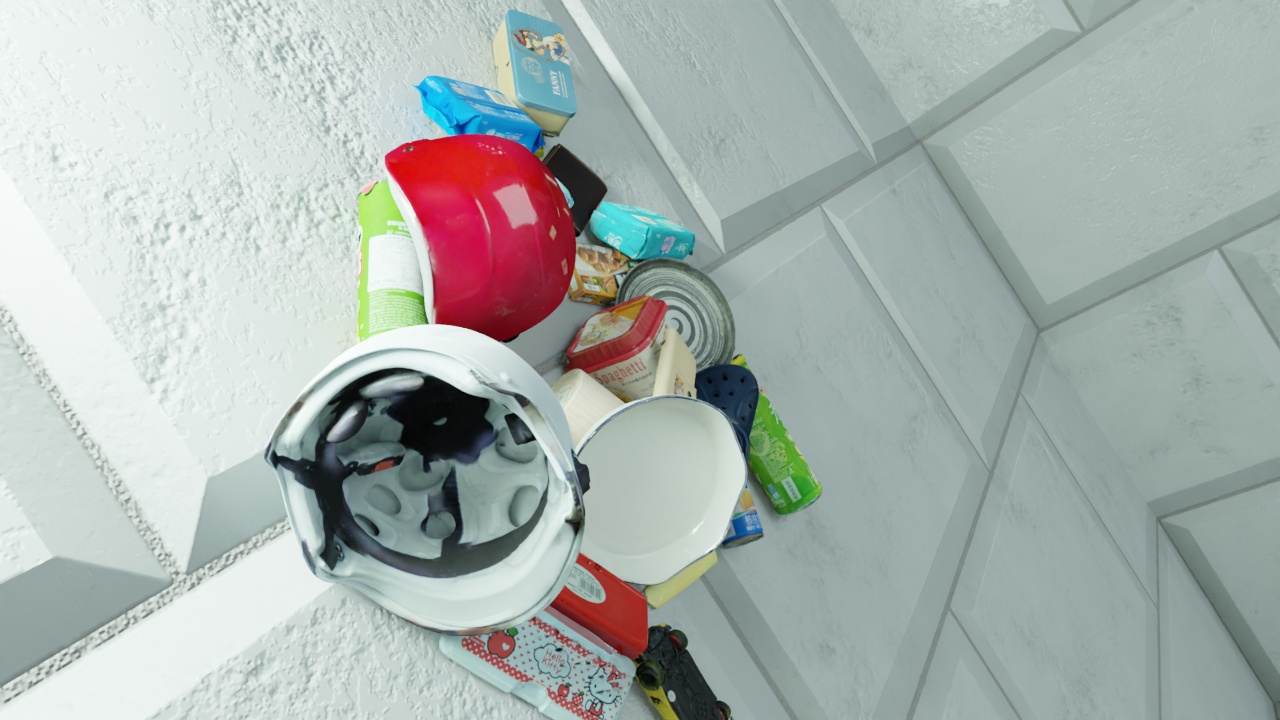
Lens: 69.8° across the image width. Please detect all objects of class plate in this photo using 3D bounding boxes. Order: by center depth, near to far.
[{"bbox_3d":[0.010,0.129,0.943,0.205,0.205,0.045,37,-2,-28],"label":"plate"},{"bbox_3d":[0.044,-0.047,1.181,0.179,0.024,0.179,11,65,-26],"label":"plate"}]

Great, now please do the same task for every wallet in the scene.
[{"bbox_3d":[0.040,0.035,1.013,0.087,0.024,0.115,51,40,-51],"label":"wallet"},{"bbox_3d":[-0.096,-0.227,1.209,0.096,0.020,0.122,41,38,-15],"label":"wallet"}]

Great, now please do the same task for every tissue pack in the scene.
[{"bbox_3d":[-0.192,-0.286,1.087,0.095,0.052,0.156,46,28,25],"label":"tissue pack"},{"bbox_3d":[0.005,-0.170,1.229,0.093,0.050,0.133,33,21,30],"label":"tissue pack"}]

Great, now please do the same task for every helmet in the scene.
[{"bbox_3d":[-0.156,0.080,0.734,0.145,0.229,0.259,-94,161,-59],"label":"helmet"},{"bbox_3d":[-0.133,-0.122,0.893,0.240,0.144,0.207,-60,135,-82],"label":"helmet"}]

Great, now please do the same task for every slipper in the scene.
[{"bbox_3d":[0.075,0.101,1.065,0.105,0.095,0.252,20,59,-4],"label":"slipper"}]

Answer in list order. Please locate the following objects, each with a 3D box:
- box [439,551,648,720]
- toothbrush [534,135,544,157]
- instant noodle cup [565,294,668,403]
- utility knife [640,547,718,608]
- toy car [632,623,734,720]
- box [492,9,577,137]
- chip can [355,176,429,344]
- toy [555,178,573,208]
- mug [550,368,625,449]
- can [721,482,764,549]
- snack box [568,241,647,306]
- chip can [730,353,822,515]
[{"bbox_3d":[-0.079,0.239,0.843,0.201,0.059,0.160,39,42,-24],"label":"box"},{"bbox_3d":[-0.136,-0.349,1.254,0.015,0.017,0.189,27,45,-37],"label":"toothbrush"},{"bbox_3d":[-0.006,0.006,1.068,0.124,0.117,0.116,58,32,-23],"label":"instant noodle cup"},{"bbox_3d":[0.046,0.239,1.026,0.166,0.018,0.031,-19,75,-57],"label":"utility knife"},{"bbox_3d":[0.042,0.338,0.921,0.156,0.041,0.071,56,34,0],"label":"toy car"},{"bbox_3d":[-0.141,-0.374,1.213,0.089,0.062,0.184,5,56,-31],"label":"box"},{"bbox_3d":[-0.232,-0.062,0.862,0.072,0.072,0.235,21,49,-42],"label":"chip can"},{"bbox_3d":[-0.146,-0.201,1.094,0.156,0.050,0.161,28,37,-24],"label":"toy"},{"bbox_3d":[-0.053,0.064,0.992,0.106,0.082,0.114,40,11,-22],"label":"mug"},{"bbox_3d":[0.106,0.160,1.130,0.053,0.053,0.134,7,59,-49],"label":"can"},{"bbox_3d":[-0.039,-0.107,1.180,0.153,0.026,0.075,5,61,-50],"label":"snack box"},{"bbox_3d":[0.162,0.101,1.230,0.221,0.073,0.072,59,34,1],"label":"chip can"}]
